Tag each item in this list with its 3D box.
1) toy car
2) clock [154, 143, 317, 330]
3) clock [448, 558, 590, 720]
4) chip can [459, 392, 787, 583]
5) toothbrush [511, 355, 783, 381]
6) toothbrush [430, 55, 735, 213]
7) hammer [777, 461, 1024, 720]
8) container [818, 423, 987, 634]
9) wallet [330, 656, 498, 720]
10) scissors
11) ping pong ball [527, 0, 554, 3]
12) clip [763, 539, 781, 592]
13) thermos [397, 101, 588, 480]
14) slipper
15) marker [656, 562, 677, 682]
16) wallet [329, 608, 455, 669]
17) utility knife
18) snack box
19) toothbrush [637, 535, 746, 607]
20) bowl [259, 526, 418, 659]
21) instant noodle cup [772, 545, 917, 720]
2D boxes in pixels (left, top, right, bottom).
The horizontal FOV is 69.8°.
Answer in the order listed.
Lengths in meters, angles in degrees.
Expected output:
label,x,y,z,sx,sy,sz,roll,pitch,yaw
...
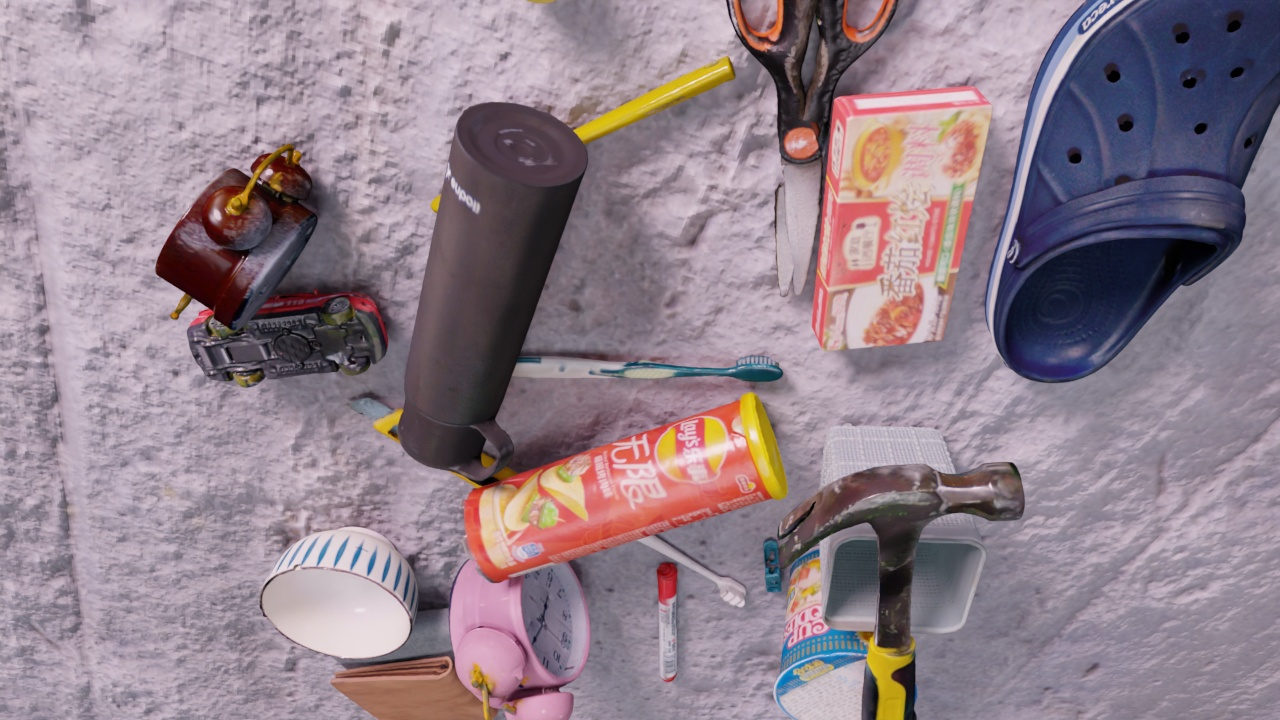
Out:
label,x,y,z,sx,sy,sz,roll,pitch,yaw
toy car,-0.221,-0.018,0.582,0.120,0.045,0.053,-4,130,1
clock,-0.223,-0.072,0.518,0.055,0.081,0.122,35,126,-14
clock,-0.088,0.209,0.678,0.060,0.158,0.117,-18,126,21
chip can,-0.012,0.089,0.620,0.217,0.073,0.073,-21,124,14
toothbrush,-0.004,0.003,0.600,0.192,0.018,0.016,1,129,7
toothbrush,-0.035,-0.118,0.505,0.190,0.015,0.016,-21,128,20
hammer,0.154,0.185,0.574,0.126,0.031,0.324,-4,129,8
container,0.162,0.106,0.602,0.090,0.111,0.090,1,127,4
wallet,-0.195,0.291,0.799,0.115,0.020,0.101,-9,137,13
scissors,0.101,-0.128,0.480,0.139,0.021,0.235,-17,124,17
ping pong ball,-0.048,-0.190,0.433,0.040,0.040,0.040,3,128,3
clip,0.103,0.165,0.712,0.013,0.034,0.055,-2,144,8
thermos,-0.087,-0.022,0.533,0.090,0.068,0.243,42,136,18
slipper,0.244,-0.080,0.462,0.105,0.095,0.253,6,132,-3
marker,0.023,0.222,0.767,0.017,0.017,0.145,1,128,4
wallet,-0.195,0.249,0.794,0.130,0.036,0.107,-10,136,11
utility knife,-0.133,0.073,0.664,0.176,0.015,0.033,33,121,-20
snack box,0.140,-0.073,0.508,0.075,0.025,0.153,-5,130,-2
toothbrush,0.013,0.145,0.707,0.180,0.016,0.016,35,121,-20
bowl,-0.229,0.174,0.721,0.116,0.066,0.117,2,129,3
instant noodle cup,0.147,0.200,0.679,0.099,0.109,0.099,3,128,4
